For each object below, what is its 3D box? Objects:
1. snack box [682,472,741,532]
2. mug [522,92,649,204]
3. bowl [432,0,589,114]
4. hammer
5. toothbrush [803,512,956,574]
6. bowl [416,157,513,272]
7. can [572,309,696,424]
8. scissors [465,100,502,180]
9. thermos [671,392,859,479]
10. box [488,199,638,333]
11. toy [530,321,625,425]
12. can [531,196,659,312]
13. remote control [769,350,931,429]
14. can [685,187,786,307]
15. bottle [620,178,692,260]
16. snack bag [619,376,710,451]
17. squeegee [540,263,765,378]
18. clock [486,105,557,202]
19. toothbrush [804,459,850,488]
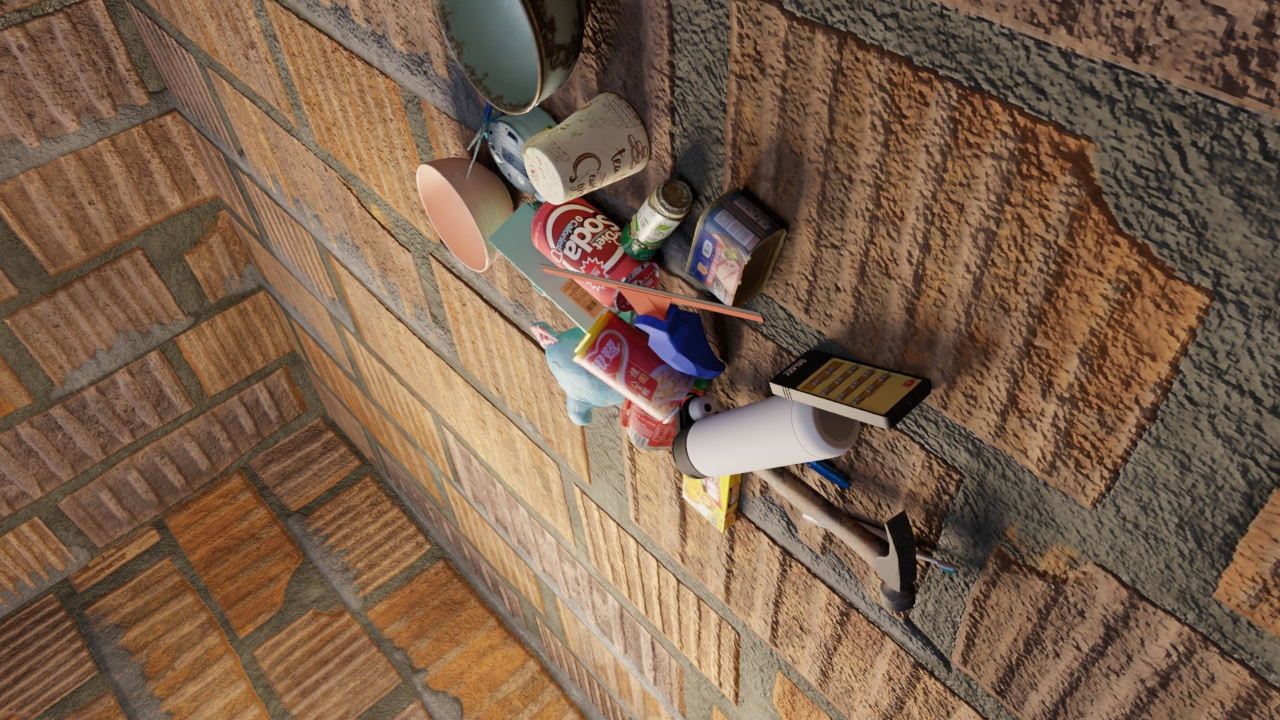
[{"bbox_3d":[0.087,0.146,1.131,0.075,0.025,0.152,40,152,28],"label":"snack box"},{"bbox_3d":[-0.067,-0.203,0.878,0.122,0.097,0.081,31,147,40],"label":"mug"},{"bbox_3d":[-0.103,-0.310,0.811,0.160,0.093,0.160,41,152,27],"label":"bowl"},{"bbox_3d":[0.153,0.123,0.954,0.330,0.033,0.120,35,147,46],"label":"hammer"},{"bbox_3d":[0.236,0.178,0.920,0.188,0.018,0.019,14,132,54],"label":"toothbrush"},{"bbox_3d":[-0.211,-0.196,1.165,0.153,0.076,0.153,42,153,27],"label":"bowl"},{"bbox_3d":[-0.006,0.006,0.976,0.124,0.066,0.067,35,155,-5],"label":"can"},{"bbox_3d":[-0.169,-0.261,0.994,0.014,0.129,0.117,18,126,-1],"label":"scissors"},{"bbox_3d":[0.113,0.060,0.913,0.231,0.068,0.101,-22,60,55],"label":"thermos"},{"bbox_3d":[-0.091,-0.098,1.061,0.188,0.091,0.077,44,152,20],"label":"box"},{"bbox_3d":[-0.059,0.023,1.131,0.183,0.114,0.181,24,156,2],"label":"toy"},{"bbox_3d":[-0.050,-0.117,0.984,0.142,0.074,0.075,41,152,27],"label":"can"},{"bbox_3d":[0.176,0.022,0.784,0.133,0.058,0.013,17,136,51],"label":"remote control"},{"bbox_3d":[0.083,-0.095,0.804,0.059,0.053,0.100,44,154,19],"label":"can"},{"bbox_3d":[0.016,-0.136,0.886,0.042,0.042,0.110,53,154,2],"label":"bottle"},{"bbox_3d":[0.026,0.036,1.041,0.087,0.044,0.155,24,128,6],"label":"snack bag"},{"bbox_3d":[0.038,-0.022,0.906,0.250,0.055,0.184,16,168,34],"label":"squeegee"},{"bbox_3d":[-0.120,-0.221,1.000,0.089,0.051,0.125,40,153,20],"label":"clock"},{"bbox_3d":[0.162,0.090,0.942,0.132,0.016,0.021,41,164,28],"label":"toothbrush"}]
